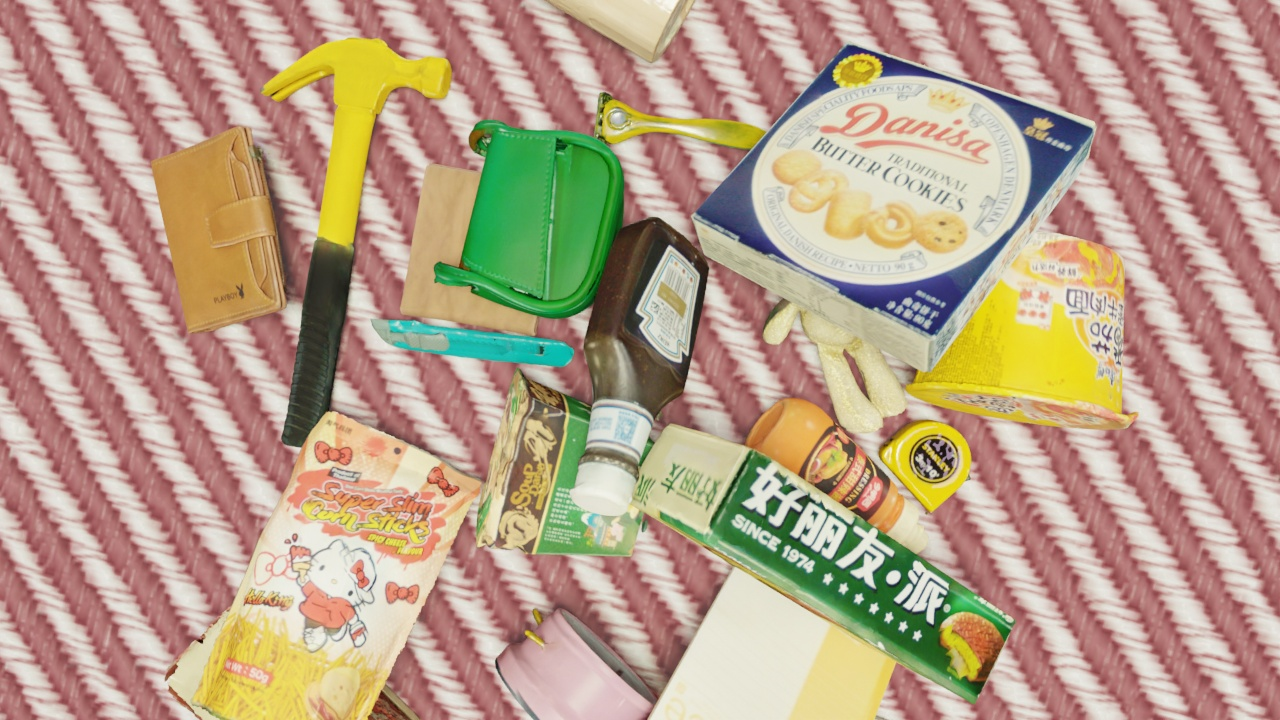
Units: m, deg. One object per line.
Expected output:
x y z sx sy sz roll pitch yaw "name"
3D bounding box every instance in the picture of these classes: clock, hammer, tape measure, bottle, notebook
-0.027 0.242 0.641 0.158 0.117 0.059 44 81 1 "clock"
-0.225 -0.085 0.672 0.129 0.033 0.301 10 92 2 "hammer"
0.209 0.072 0.668 0.057 0.029 0.060 -43 91 4 "tape measure"
0.146 0.090 0.658 0.149 0.066 0.067 37 93 -7 "bottle"
-0.004 0.003 0.591 0.080 0.044 0.194 38 54 -37 "bottle"
0.086 0.242 0.623 0.146 0.010 0.205 39 51 -1 "notebook"

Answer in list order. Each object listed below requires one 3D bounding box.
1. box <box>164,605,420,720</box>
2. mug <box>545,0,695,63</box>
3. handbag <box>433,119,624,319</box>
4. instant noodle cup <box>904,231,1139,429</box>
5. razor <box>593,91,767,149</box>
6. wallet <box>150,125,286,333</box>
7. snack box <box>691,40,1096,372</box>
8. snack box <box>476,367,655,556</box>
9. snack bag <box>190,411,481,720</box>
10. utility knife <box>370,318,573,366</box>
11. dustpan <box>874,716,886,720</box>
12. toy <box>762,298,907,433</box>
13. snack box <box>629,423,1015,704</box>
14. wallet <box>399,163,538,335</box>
-0.250 0.251 0.663 0.168 0.080 0.091 45 93 -1 "box"
-0.006 -0.283 0.642 0.103 0.084 0.124 32 66 -1 "mug"
-0.074 -0.098 0.641 0.120 0.068 0.131 14 88 1 "handbag"
0.258 -0.019 0.617 0.138 0.138 0.109 12 84 1 "instant noodle cup"
0.033 -0.167 0.666 0.132 0.028 0.043 7 89 0 "razor"
-0.295 -0.093 0.658 0.119 0.035 0.130 -11 91 32 "wallet"
0.158 -0.108 0.591 0.178 0.046 0.182 32 75 30 "snack box"
-0.050 0.079 0.644 0.105 0.117 0.118 15 94 -12 "snack box"
-0.205 0.149 0.628 0.128 0.073 0.207 24 68 -9 "snack bag"
-0.124 -0.012 0.678 0.151 0.013 0.029 6 132 2 "utility knife"
0.177 0.375 0.692 0.257 0.143 0.223 20 93 -29 "dustpan"
0.141 -0.025 0.648 0.105 0.066 0.157 -22 95 -1 "toy"
0.115 0.128 0.589 0.240 0.115 0.063 34 80 -22 "snack box"
-0.118 -0.082 0.677 0.101 0.020 0.115 9 90 -1 "wallet"
